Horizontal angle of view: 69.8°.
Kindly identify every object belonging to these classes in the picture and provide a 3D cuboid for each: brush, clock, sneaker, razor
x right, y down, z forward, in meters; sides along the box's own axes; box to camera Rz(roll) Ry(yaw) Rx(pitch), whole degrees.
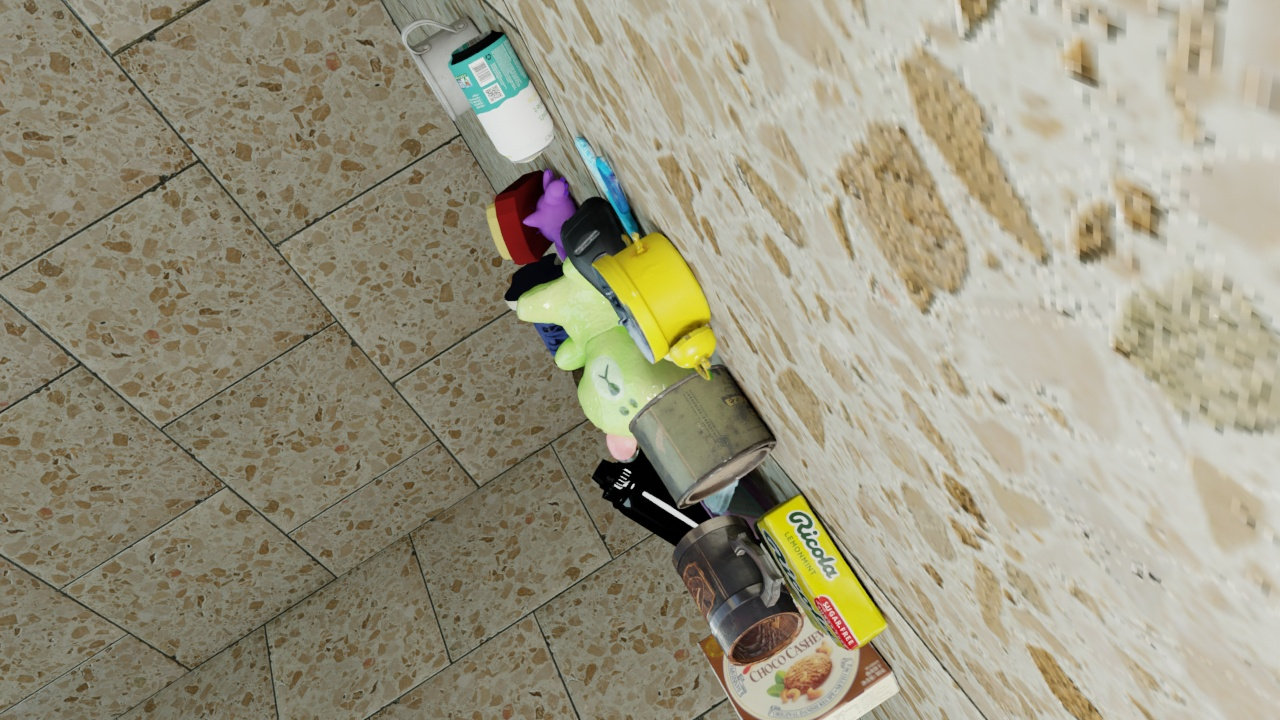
[{"bbox_3d":[-0.137,-0.167,1.074,0.173,0.042,0.082,-72,-33,-67],"label":"brush"},{"bbox_3d":[0.014,-0.033,0.641,0.119,0.057,0.083,59,175,-10],"label":"clock"},{"bbox_3d":[-0.097,-0.050,1.097,0.118,0.091,0.233,63,175,-17],"label":"sneaker"},{"bbox_3d":[-0.008,-0.070,0.770,0.151,0.054,0.067,49,-157,7],"label":"razor"}]

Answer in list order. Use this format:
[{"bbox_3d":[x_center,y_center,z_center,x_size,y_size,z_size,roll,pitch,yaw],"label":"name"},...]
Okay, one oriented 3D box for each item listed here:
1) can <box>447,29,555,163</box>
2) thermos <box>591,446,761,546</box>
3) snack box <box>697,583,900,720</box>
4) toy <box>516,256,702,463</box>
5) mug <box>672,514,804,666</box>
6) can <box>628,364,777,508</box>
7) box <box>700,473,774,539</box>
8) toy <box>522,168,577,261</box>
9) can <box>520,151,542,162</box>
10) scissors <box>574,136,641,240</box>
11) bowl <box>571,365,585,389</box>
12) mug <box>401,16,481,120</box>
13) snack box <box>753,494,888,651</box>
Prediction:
[{"bbox_3d":[-0.116,-0.224,0.780,0.102,0.055,0.055,60,176,-28],"label":"can"},{"bbox_3d":[0.041,0.165,1.064,0.198,0.086,0.086,32,177,-3],"label":"thermos"},{"bbox_3d":[0.151,0.298,0.899,0.041,0.143,0.147,60,176,-39],"label":"snack box"},{"bbox_3d":[-0.018,-0.010,0.863,0.197,0.151,0.107,55,-141,1],"label":"toy"},{"bbox_3d":[0.088,0.191,0.806,0.107,0.080,0.116,-122,28,-43],"label":"mug"},{"bbox_3d":[0.048,0.059,0.702,0.074,0.090,0.090,56,176,17],"label":"can"},{"bbox_3d":[0.087,0.096,0.976,0.090,0.091,0.214,13,-165,-21],"label":"box"},{"bbox_3d":[-0.096,-0.159,1.013,0.088,0.056,0.106,-83,-17,-81],"label":"toy"},{"bbox_3d":[-0.129,-0.240,0.921,0.038,0.038,0.079,54,174,47],"label":"can"},{"bbox_3d":[-0.010,-0.107,0.687,0.140,0.013,0.118,61,177,-12],"label":"scissors"},{"bbox_3d":[-0.006,0.006,0.957,0.121,0.121,0.056,57,137,8],"label":"bowl"},{"bbox_3d":[-0.190,-0.306,0.929,0.084,0.070,0.113,56,176,30],"label":"mug"},{"bbox_3d":[0.143,0.180,0.789,0.121,0.045,0.181,57,176,10],"label":"snack box"}]
